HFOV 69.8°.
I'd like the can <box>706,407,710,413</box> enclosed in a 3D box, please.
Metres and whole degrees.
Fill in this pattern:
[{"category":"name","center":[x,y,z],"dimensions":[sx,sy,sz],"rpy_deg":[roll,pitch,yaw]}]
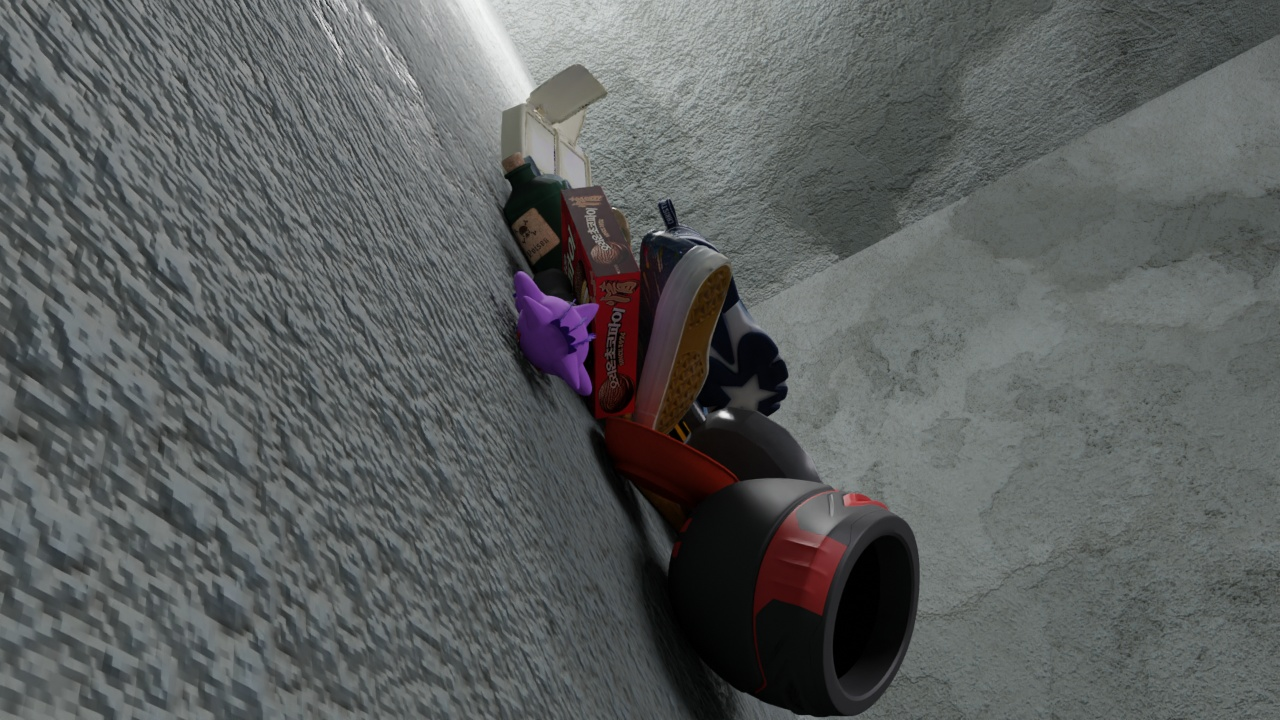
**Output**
[{"category":"can","center":[0.061,0.056,1.161],"dimensions":[0.130,0.044,0.130],"rpy_deg":[32,-44,38]}]

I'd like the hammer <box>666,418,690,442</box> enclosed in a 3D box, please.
[{"category":"hammer","center":[-0.006,0.006,1.083],"dimensions":[0.320,0.036,0.123],"rpy_deg":[57,1,35]}]

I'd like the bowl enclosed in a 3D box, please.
[{"category":"bowl","center":[0.019,0.090,0.756],"dimensions":[0.122,0.035,0.122],"rpy_deg":[25,-13,6]}]

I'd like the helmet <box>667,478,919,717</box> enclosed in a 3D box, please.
[{"category":"helmet","center":[0.109,0.173,0.698],"dimensions":[0.170,0.164,0.264],"rpy_deg":[13,-20,36]}]

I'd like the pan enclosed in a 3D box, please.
[{"category":"pan","center":[0.055,0.061,0.922],"dimensions":[0.357,0.041,0.179],"rpy_deg":[58,-40,9]}]

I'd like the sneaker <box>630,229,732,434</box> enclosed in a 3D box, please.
[{"category":"sneaker","center":[0.014,-0.015,0.812],"dimensions":[0.079,0.087,0.236],"rpy_deg":[36,-37,21]}]

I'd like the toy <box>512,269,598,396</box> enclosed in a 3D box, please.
[{"category":"toy","center":[-0.058,-0.019,0.648],"dimensions":[0.106,0.056,0.088],"rpy_deg":[61,9,-10]}]

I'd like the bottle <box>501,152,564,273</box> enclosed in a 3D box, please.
[{"category":"bottle","center":[-0.095,-0.139,0.894],"dimensions":[0.131,0.061,0.061],"rpy_deg":[62,7,-10]}]

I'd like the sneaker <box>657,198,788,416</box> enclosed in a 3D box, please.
[{"category":"sneaker","center":[0.082,-0.050,1.020],"dimensions":[0.132,0.103,0.269],"rpy_deg":[-97,160,-54]}]

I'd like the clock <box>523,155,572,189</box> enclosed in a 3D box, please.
[{"category":"clock","center":[-0.082,-0.149,0.995],"dimensions":[0.161,0.075,0.122],"rpy_deg":[63,4,-10]}]

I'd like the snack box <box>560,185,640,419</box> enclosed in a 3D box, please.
[{"category":"snack box","center":[-0.037,-0.051,0.802],"dimensions":[0.132,0.035,0.152],"rpy_deg":[-113,-161,-46]}]

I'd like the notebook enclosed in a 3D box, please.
[{"category":"notebook","center":[0.011,0.102,0.974],"dimensions":[0.178,0.014,0.249],"rpy_deg":[66,6,36]}]

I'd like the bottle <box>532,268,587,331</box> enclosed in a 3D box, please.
[{"category":"bottle","center":[-0.066,-0.035,0.769],"dimensions":[0.036,0.036,0.109],"rpy_deg":[58,7,-43]}]

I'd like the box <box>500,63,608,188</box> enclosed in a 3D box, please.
[{"category":"box","center":[-0.087,-0.267,1.083],"dimensions":[0.145,0.095,0.185],"rpy_deg":[26,75,-55]}]

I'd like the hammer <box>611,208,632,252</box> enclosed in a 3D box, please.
[{"category":"hammer","center":[-0.019,-0.113,1.138],"dimensions":[0.119,0.030,0.331],"rpy_deg":[56,-4,11]}]

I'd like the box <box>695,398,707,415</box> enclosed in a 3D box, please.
[{"category":"box","center":[0.055,0.056,1.111],"dimensions":[0.066,0.049,0.210],"rpy_deg":[-146,-137,-61]}]
